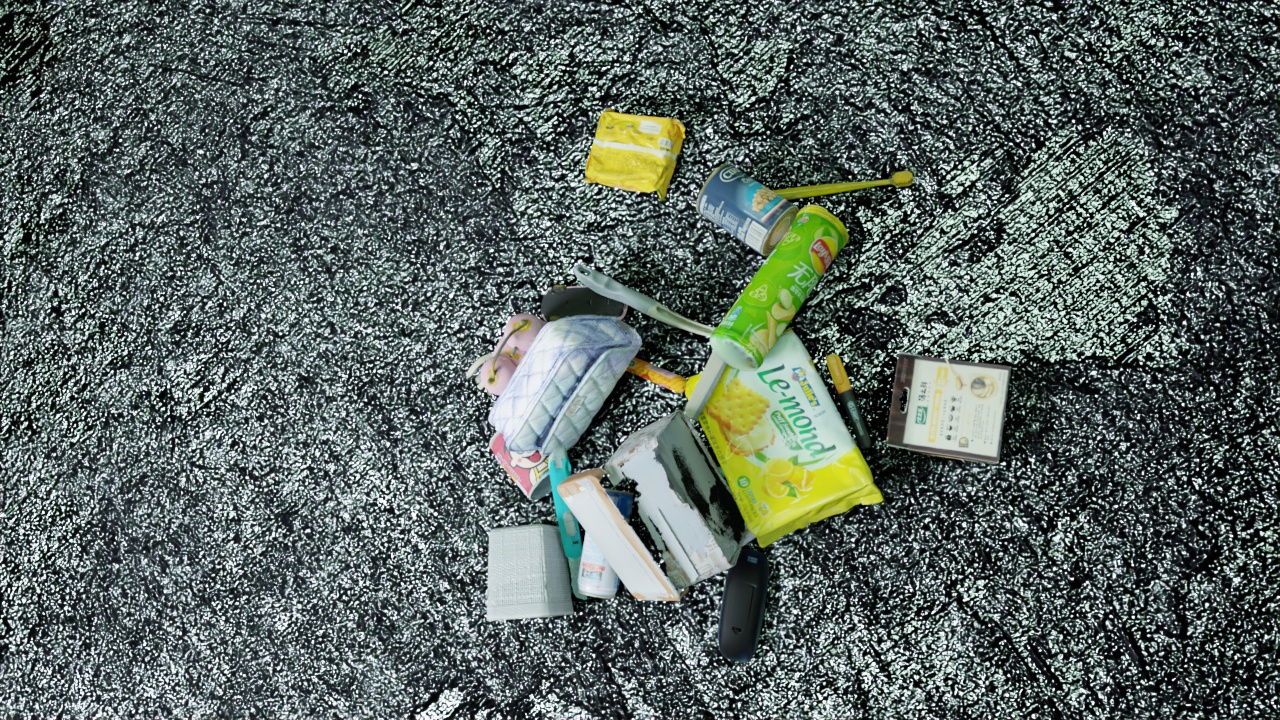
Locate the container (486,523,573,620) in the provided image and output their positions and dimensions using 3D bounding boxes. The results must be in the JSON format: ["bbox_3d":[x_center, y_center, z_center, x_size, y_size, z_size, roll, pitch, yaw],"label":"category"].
[{"bbox_3d":[-0.143,0.271,1.175,0.090,0.090,0.114,-9,75,15],"label":"container"}]

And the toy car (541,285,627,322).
[{"bbox_3d":[-0.075,-0.074,1.242,0.122,0.037,0.056,0,70,19],"label":"toy car"}]

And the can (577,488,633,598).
[{"bbox_3d":[-0.045,0.231,1.169,0.053,0.053,0.134,7,82,19],"label":"can"}]

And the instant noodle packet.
[{"bbox_3d":[-0.006,-0.282,1.255,0.128,0.044,0.111,17,92,23],"label":"instant noodle packet"}]

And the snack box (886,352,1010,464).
[{"bbox_3d":[0.359,0.056,1.073,0.126,0.053,0.113,8,83,19],"label":"snack box"}]

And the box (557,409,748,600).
[{"bbox_3d":[0.004,0.190,1.093,0.178,0.152,0.182,-29,94,23],"label":"box"}]

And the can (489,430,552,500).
[{"bbox_3d":[-0.149,0.129,1.213,0.066,0.066,0.094,-45,70,5],"label":"can"}]

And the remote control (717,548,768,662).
[{"bbox_3d":[0.124,0.299,1.119,0.053,0.024,0.136,8,83,18],"label":"remote control"}]

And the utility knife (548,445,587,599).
[{"bbox_3d":[-0.090,0.210,1.173,0.029,0.013,0.207,-9,100,-1],"label":"utility knife"}]

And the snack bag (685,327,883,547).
[{"bbox_3d":[0.166,0.092,1.114,0.158,0.068,0.246,-27,65,7],"label":"snack bag"}]

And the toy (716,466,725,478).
[{"bbox_3d":[0.057,0.131,1.169,0.097,0.030,0.092,-36,67,16],"label":"toy"}]

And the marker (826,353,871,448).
[{"bbox_3d":[0.256,0.050,1.127,0.018,0.015,0.123,-23,76,17],"label":"marker"}]

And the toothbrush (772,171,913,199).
[{"bbox_3d":[0.251,-0.223,1.176,0.190,0.016,0.015,-4,78,17],"label":"toothbrush"}]

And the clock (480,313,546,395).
[{"bbox_3d":[-0.151,-0.005,1.188,0.060,0.158,0.117,31,93,12],"label":"clock"}]

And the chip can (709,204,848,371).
[{"bbox_3d":[0.168,-0.086,1.116,0.072,0.073,0.221,30,72,20],"label":"chip can"}]

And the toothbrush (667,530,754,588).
[{"bbox_3d":[0.115,0.226,1.138,0.189,0.029,0.021,-34,112,8],"label":"toothbrush"}]

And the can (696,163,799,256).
[{"bbox_3d":[0.138,-0.193,1.176,0.111,0.075,0.075,37,92,20],"label":"can"}]

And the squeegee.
[{"bbox_3d":[0.021,-0.067,1.187,0.247,0.039,0.246,24,68,16],"label":"squeegee"}]

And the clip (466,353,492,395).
[{"bbox_3d":[-0.195,-0.001,1.252,0.035,0.083,0.105,45,106,19],"label":"clip"}]

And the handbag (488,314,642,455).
[{"bbox_3d":[-0.094,0.035,1.139,0.075,0.134,0.194,52,125,26],"label":"handbag"}]

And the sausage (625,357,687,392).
[{"bbox_3d":[-0.007,0.007,1.215,0.165,0.021,0.021,23,87,20],"label":"sausage"}]
